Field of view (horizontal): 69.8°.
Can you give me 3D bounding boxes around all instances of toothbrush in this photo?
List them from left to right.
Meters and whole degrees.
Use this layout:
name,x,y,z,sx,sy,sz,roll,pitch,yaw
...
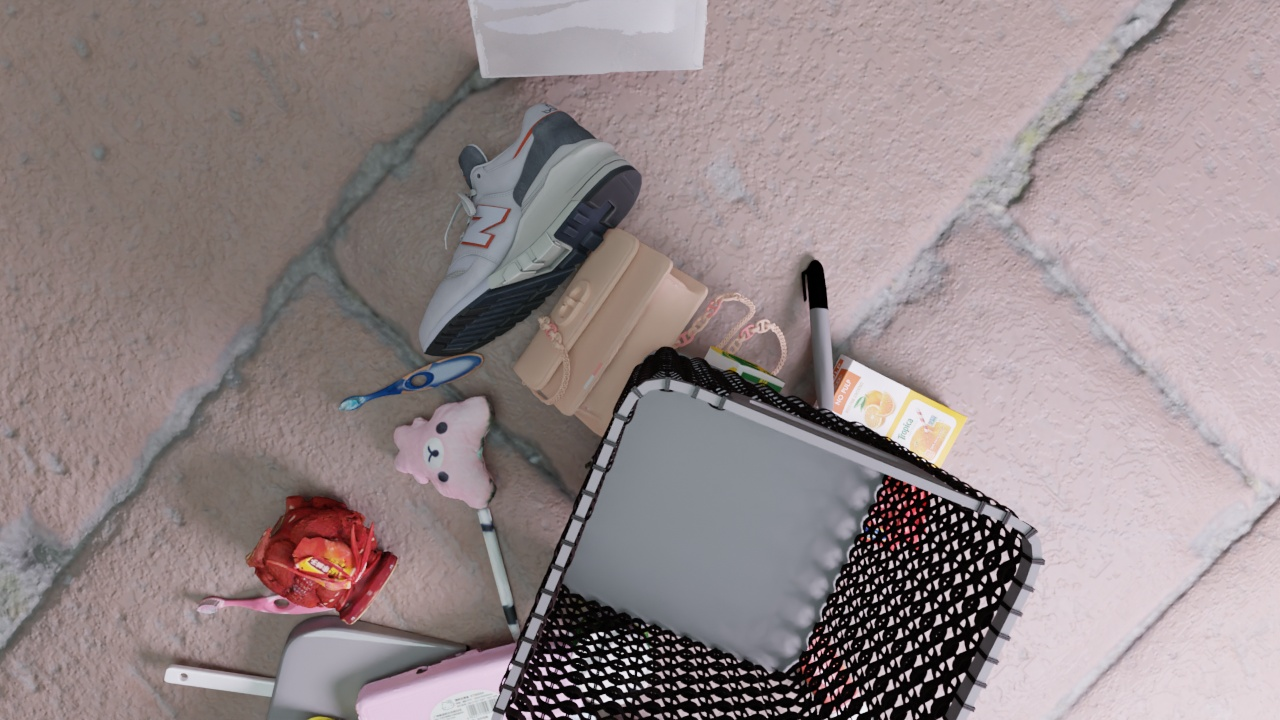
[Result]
name,x,y,z,sx,sy,sz,roll,pitch,yaw
toothbrush,-0.334,0.220,0.834,0.135,0.016,0.021,-2,100,-2
toothbrush,-0.203,0.020,0.810,0.135,0.017,0.021,-19,100,1
toothbrush,-0.122,0.223,0.842,0.012,0.017,0.187,-13,99,0

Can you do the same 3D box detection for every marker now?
name,x,y,z,sx,sy,sz,roll,pitch,yaw
marker,0.155,-0.021,0.801,0.022,0.016,0.138,-7,77,26

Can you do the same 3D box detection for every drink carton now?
name,x,y,z,sx,sy,sz,roll,pitch,yaw
drink carton,0.062,0.057,0.767,0.058,0.041,0.122,20,100,-39
drink carton,0.218,0.046,0.818,0.122,0.040,0.058,26,96,-6

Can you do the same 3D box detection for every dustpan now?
name,x,y,z,sx,sy,sz,roll,pitch,yaw
dustpan,-0.303,0.313,0.844,0.257,0.033,0.163,14,98,-13

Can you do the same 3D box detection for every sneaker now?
name,x,y,z,sx,sy,sz,roll,pitch,yaw
sneaker,-0.115,-0.115,0.763,0.240,0.088,0.124,-39,73,19

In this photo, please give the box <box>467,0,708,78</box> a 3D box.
name,x,y,z,sx,sy,sz,roll,pitch,yaw
box,-0.042,-0.321,0.761,0.167,0.445,0.165,-2,108,-2

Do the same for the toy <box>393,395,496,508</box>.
name,x,y,z,sx,sy,sz,roll,pitch,yaw
toy,-0.173,0.079,0.804,0.096,0.052,0.099,1,95,10

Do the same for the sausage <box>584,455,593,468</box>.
name,x,y,z,sx,sy,sz,roll,pitch,yaw
sausage,0.024,0.073,0.825,0.155,0.020,0.020,-18,98,1

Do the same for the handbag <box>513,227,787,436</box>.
name,x,y,z,sx,sy,sz,roll,pitch,yaw
handbag,-0.004,0.005,0.801,0.187,0.116,0.199,34,91,-40

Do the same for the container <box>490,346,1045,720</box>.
name,x,y,z,sx,sy,sz,roll,pitch,yaw
container,0.066,0.141,0.622,0.247,0.243,0.246,22,98,-3

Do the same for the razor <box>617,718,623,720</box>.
name,x,y,z,sx,sy,sz,roll,pitch,yaw
razor,0.037,0.379,0.855,0.156,0.057,0.060,40,66,1

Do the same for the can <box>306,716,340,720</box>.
name,x,y,z,sx,sy,sz,roll,pitch,yaw
can,-0.293,0.374,0.805,0.067,0.067,0.105,33,93,-6

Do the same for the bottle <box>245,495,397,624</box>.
name,x,y,z,sx,sy,sz,roll,pitch,yaw
bottle,-0.273,0.168,0.790,0.111,0.099,0.099,39,95,-12

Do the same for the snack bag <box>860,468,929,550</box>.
name,x,y,z,sx,sy,sz,roll,pitch,yaw
snack bag,0.165,0.105,0.794,0.176,0.082,0.082,17,97,8

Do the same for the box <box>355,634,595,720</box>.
name,x,y,z,sx,sy,sz,roll,pitch,yaw
box,-0.142,0.337,0.832,0.201,0.041,0.154,-16,101,2

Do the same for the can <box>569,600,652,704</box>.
name,x,y,z,sx,sy,sz,roll,pitch,yaw
can,-0.026,0.240,0.796,0.067,0.121,0.067,0,98,-3

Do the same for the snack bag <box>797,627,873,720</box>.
name,x,y,z,sx,sy,sz,roll,pitch,yaw
snack bag,0.132,0.226,0.810,0.041,0.077,0.225,-30,104,-3
